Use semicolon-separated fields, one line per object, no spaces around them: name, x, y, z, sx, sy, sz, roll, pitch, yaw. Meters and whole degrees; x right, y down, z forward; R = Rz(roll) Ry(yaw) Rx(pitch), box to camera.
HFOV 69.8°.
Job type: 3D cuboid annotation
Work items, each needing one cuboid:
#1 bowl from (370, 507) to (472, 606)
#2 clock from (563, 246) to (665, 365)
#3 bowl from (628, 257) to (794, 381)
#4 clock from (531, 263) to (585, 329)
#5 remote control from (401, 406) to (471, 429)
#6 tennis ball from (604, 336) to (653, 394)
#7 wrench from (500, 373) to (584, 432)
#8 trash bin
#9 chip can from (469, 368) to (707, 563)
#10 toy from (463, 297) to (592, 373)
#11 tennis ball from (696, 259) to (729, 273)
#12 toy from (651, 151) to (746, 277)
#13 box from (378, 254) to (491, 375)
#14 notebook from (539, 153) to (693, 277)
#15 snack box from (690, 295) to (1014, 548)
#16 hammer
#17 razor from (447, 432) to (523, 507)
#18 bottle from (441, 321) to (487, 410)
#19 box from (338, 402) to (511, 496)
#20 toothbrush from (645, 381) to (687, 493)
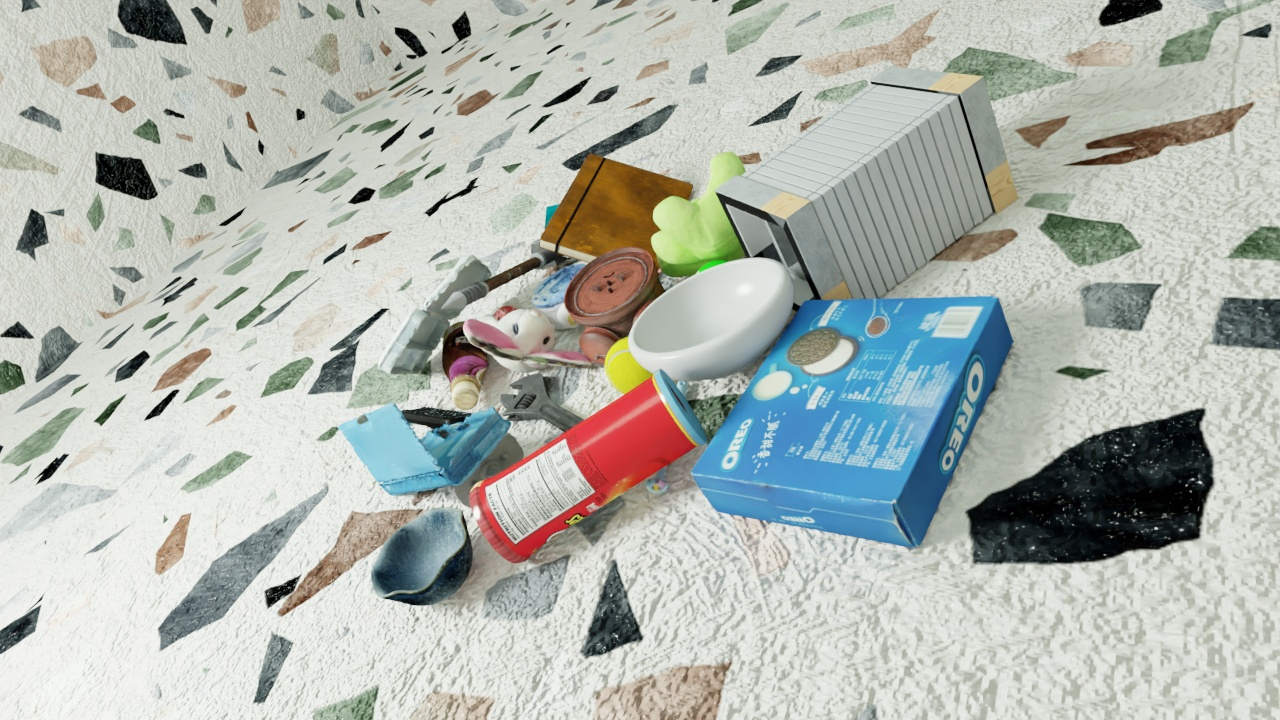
bowl;-0.204;0.200;0.897;0.110;0.055;0.110;-23;31;15
clock;-0.021;-0.059;1.081;0.121;0.072;0.157;-24;40;12
bowl;0.079;-0.030;0.930;0.177;0.066;0.176;-24;25;12
clock;-0.087;-0.081;1.204;0.088;0.052;0.125;-43;32;-20
remote control;-0.251;0.074;1.134;0.047;0.022;0.150;-7;6;-38
tennis ball;-0.006;0.006;0.993;0.065;0.065;0.065;-22;32;15
wrench;-0.084;0.066;1.024;0.073;0.018;0.273;-42;34;-18
trash bin;0.237;-0.175;0.965;0.246;0.142;0.142;-36;31;-8
chip can;-0.049;0.099;0.856;0.213;0.087;0.087;-33;30;8
toy;-0.149;-0.029;1.144;0.194;0.159;0.084;-129;57;-70
tennis ball;0.090;-0.080;1.033;0.065;0.065;0.065;-22;32;15
toy;0.083;-0.155;1.084;0.150;0.197;0.107;-39;75;1
box;-0.270;-0.059;1.221;0.191;0.045;0.209;-52;2;0
notebook;-0.037;-0.201;1.268;0.178;0.014;0.248;17;44;3
snack box;0.182;0.040;0.788;0.196;0.056;0.238;2;45;44
hammer;-0.159;-0.121;1.221;0.156;0.043;0.321;-13;14;35
razor;-0.135;0.130;0.957;0.088;0.047;0.116;-45;41;-21
bottle;-0.228;0.009;1.189;0.060;0.060;0.166;-28;30;5
box;-0.244;0.077;0.994;0.094;0.111;0.232;-48;16;-28
toothbrush;0.030;0.072;0.915;0.022;0.016;0.154;4;41;11
